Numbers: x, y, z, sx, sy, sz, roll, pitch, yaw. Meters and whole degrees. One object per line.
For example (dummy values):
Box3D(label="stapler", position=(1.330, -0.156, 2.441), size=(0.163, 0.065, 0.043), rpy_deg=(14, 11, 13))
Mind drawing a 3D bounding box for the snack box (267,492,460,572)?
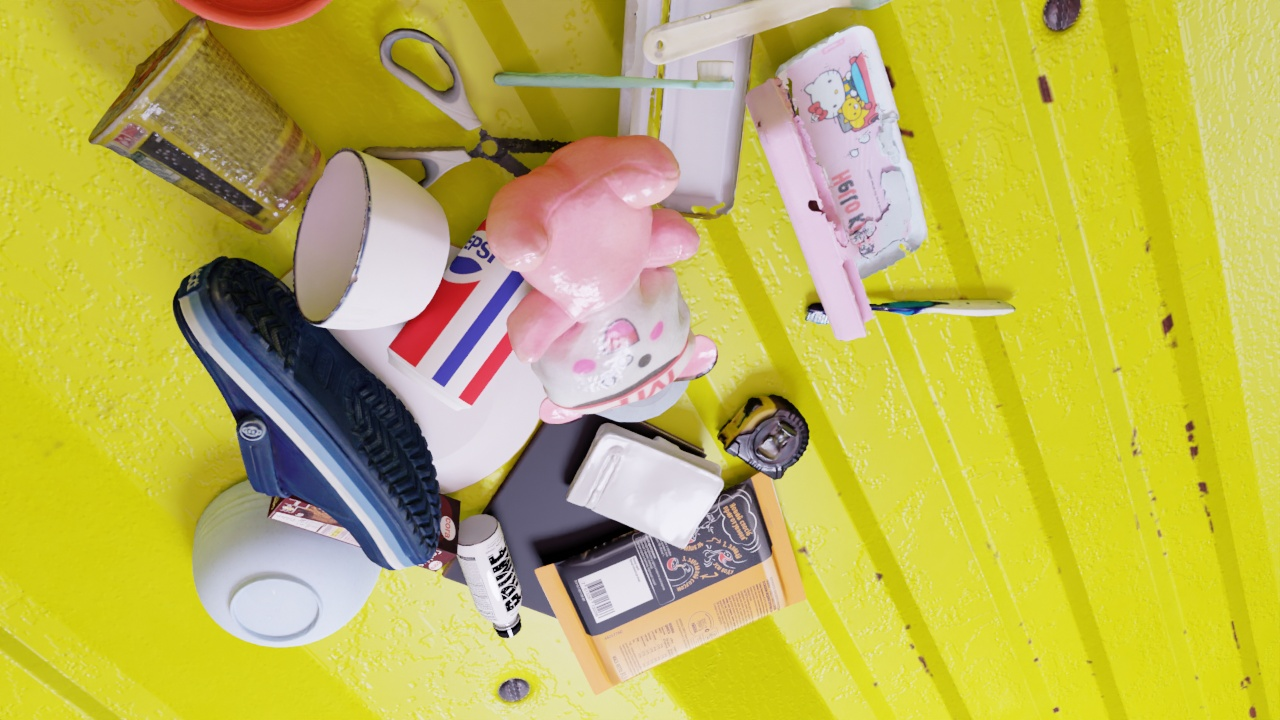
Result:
Box3D(label="snack box", position=(-0.209, 0.115, 0.709), size=(0.140, 0.050, 0.032), rpy_deg=(28, 128, -31))

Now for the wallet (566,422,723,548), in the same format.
Box3D(label="wallet", position=(0.004, 0.102, 0.765), size=(0.116, 0.032, 0.086), rpy_deg=(27, 112, -14))

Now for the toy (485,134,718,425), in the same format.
Box3D(label="toy", position=(-0.024, -0.042, 0.603), size=(0.142, 0.084, 0.213), rpy_deg=(-29, 137, -11))

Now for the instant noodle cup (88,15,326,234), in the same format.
Box3D(label="instant noodle cup", position=(-0.259, -0.138, 0.566), size=(0.102, 0.102, 0.108), rpy_deg=(-41, 126, 9))

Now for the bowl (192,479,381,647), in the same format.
Box3D(label="bowl", position=(-0.279, 0.171, 0.721), size=(0.150, 0.074, 0.151), rpy_deg=(-5, 120, -8))

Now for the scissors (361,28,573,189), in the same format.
Box3D(label="scissors", position=(-0.122, -0.151, 0.622), size=(0.169, 0.012, 0.157), rpy_deg=(-23, 119, 8))

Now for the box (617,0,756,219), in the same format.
Box3D(label="box", position=(0.031, -0.187, 0.606), size=(0.084, 0.079, 0.211), rpy_deg=(7, 117, 5))

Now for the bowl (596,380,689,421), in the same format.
Box3D(label="bowl", position=(-0.004, 0.004, 0.715), size=(0.106, 0.039, 0.106), rpy_deg=(-5, 113, -13))

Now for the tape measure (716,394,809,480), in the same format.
Box3D(label="tape measure", position=(0.111, 0.063, 0.775), size=(0.067, 0.038, 0.063), rpy_deg=(34, 102, -19))

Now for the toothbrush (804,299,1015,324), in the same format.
Box3D(label="toothbrush", position=(0.226, -0.040, 0.763), size=(0.189, 0.016, 0.017), rpy_deg=(-2, 127, -11))

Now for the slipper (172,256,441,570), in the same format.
Box3D(label="slipper", position=(-0.230, 0.044, 0.632), size=(0.095, 0.105, 0.253), rpy_deg=(-27, 117, 8))

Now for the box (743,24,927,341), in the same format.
Box3D(label="box", position=(0.153, -0.121, 0.655), size=(0.103, 0.100, 0.201), rpy_deg=(-22, 129, 10))

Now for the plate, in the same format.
Box3D(label="plate", position=(-0.182, 0.016, 0.698), size=(0.229, 0.021, 0.230), rpy_deg=(-5, 118, -10))

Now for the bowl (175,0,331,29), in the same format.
Box3D(label="bowl", position=(-0.226, -0.258, 0.527), size=(0.130, 0.045, 0.130), rpy_deg=(-4, 107, -15))

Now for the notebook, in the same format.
Box3D(label="notebook", position=(-0.058, 0.132, 0.792), size=(0.141, 0.008, 0.209), rpy_deg=(27, 108, -23))

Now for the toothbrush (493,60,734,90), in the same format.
Box3D(label="toothbrush", position=(-0.022, -0.177, 0.573), size=(0.181, 0.016, 0.016), rpy_deg=(10, 111, 31))

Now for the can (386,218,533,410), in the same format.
Box3D(label="can", position=(-0.112, -0.035, 0.640), size=(0.070, 0.070, 0.132), rpy_deg=(39, 83, -26))

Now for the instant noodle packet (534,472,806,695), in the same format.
Box3D(label="instant noodle packet", position=(0.035, 0.204, 0.829), size=(0.220, 0.032, 0.160), rpy_deg=(-23, 118, -6))

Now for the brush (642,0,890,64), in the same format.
Box3D(label="brush", position=(0.095, -0.231, 0.602), size=(0.217, 0.012, 0.033), rpy_deg=(-23, 119, -21))

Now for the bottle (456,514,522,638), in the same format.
Box3D(label="bottle", position=(-0.125, 0.187, 0.776), size=(0.041, 0.041, 0.116), rpy_deg=(-15, 119, -5))

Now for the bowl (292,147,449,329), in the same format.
Box3D(label="bowl", position=(-0.174, -0.074, 0.600), size=(0.065, 0.116, 0.116), rpy_deg=(11, 115, -40))
